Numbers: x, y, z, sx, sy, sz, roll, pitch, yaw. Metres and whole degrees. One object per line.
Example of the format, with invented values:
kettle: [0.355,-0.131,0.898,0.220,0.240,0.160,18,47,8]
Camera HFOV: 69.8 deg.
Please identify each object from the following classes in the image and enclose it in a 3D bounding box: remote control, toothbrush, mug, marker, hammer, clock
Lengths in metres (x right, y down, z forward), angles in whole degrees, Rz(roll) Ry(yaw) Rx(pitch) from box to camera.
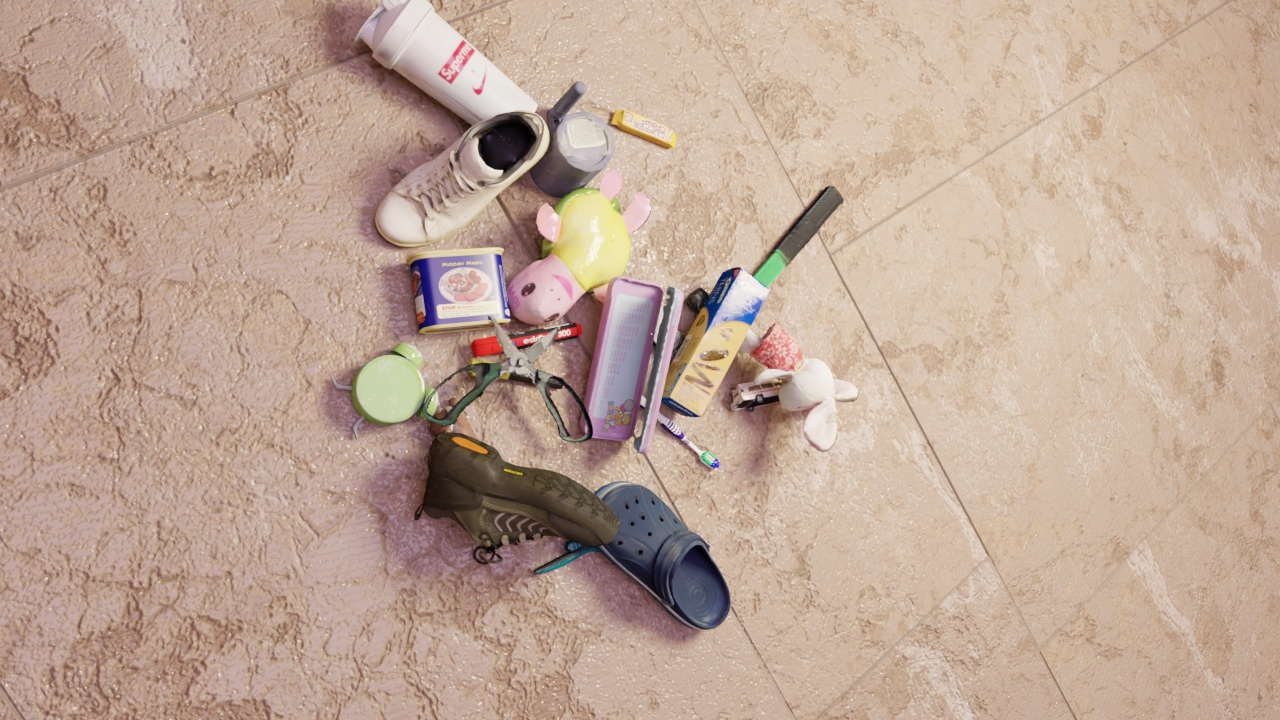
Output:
remote control: [0.049,-0.010,1.256,0.041,0.020,0.152,-39,101,-20]
toothbrush: [0.039,0.088,1.239,0.186,0.016,0.015,41,68,-15]
mug: [-0.090,-0.285,1.184,0.083,0.104,0.124,-1,83,-24]
marker: [-0.156,0.020,1.156,0.123,0.018,0.021,13,77,-25]
hammer: [0.203,-0.146,1.344,0.130,0.032,0.318,46,66,-12]
clock: [-0.289,0.033,1.078,0.119,0.043,0.094,-25,94,-27]
marker: [-0.142,-0.028,1.166,0.144,0.024,0.021,-12,50,-26]

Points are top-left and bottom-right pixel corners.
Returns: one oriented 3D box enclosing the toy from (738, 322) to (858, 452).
toy: [0.211,0.022,1.255,0.194,0.084,0.158,40,43,-4]

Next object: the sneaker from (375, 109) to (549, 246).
sneaker: [-0.208,-0.215,1.089,0.241,0.102,0.089,-37,103,-2]

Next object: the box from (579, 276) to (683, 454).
box: [-0.004,0.007,1.154,0.089,0.092,0.214,9,98,-24]

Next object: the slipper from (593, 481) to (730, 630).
slipper: [0.038,0.246,1.166,0.253,0.095,0.104,48,62,-19]

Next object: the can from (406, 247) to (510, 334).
can: [-0.220,-0.085,1.120,0.116,0.057,0.092,-7,86,-26]

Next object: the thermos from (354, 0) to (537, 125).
thermos: [-0.234,-0.362,1.137,0.220,0.099,0.099,36,69,-21]

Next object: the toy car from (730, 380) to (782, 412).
toy car: [0.180,0.045,1.303,0.113,0.039,0.039,-10,65,-27]

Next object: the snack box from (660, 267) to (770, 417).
snack box: [0.098,-0.025,1.233,0.056,0.057,0.206,33,78,-18]

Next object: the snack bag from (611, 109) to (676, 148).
snack bag: [0.007,-0.324,1.283,0.099,0.020,0.026,18,76,-22]

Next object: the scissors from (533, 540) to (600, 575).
scissors: [-0.083,0.218,1.161,0.155,0.019,0.124,-40,102,-27]

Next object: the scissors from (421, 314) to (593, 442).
scissors: [-0.150,0.047,1.115,0.201,0.015,0.201,-41,106,-22]

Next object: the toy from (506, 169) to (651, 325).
toy: [-0.075,-0.139,1.179,0.237,0.088,0.190,-55,129,-16]

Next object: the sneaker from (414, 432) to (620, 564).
sneaker: [-0.152,0.192,1.061,0.238,0.101,0.143,24,97,-6]

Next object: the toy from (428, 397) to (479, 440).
toy: [-0.216,0.096,1.105,0.054,0.042,0.102,-28,87,-48]
